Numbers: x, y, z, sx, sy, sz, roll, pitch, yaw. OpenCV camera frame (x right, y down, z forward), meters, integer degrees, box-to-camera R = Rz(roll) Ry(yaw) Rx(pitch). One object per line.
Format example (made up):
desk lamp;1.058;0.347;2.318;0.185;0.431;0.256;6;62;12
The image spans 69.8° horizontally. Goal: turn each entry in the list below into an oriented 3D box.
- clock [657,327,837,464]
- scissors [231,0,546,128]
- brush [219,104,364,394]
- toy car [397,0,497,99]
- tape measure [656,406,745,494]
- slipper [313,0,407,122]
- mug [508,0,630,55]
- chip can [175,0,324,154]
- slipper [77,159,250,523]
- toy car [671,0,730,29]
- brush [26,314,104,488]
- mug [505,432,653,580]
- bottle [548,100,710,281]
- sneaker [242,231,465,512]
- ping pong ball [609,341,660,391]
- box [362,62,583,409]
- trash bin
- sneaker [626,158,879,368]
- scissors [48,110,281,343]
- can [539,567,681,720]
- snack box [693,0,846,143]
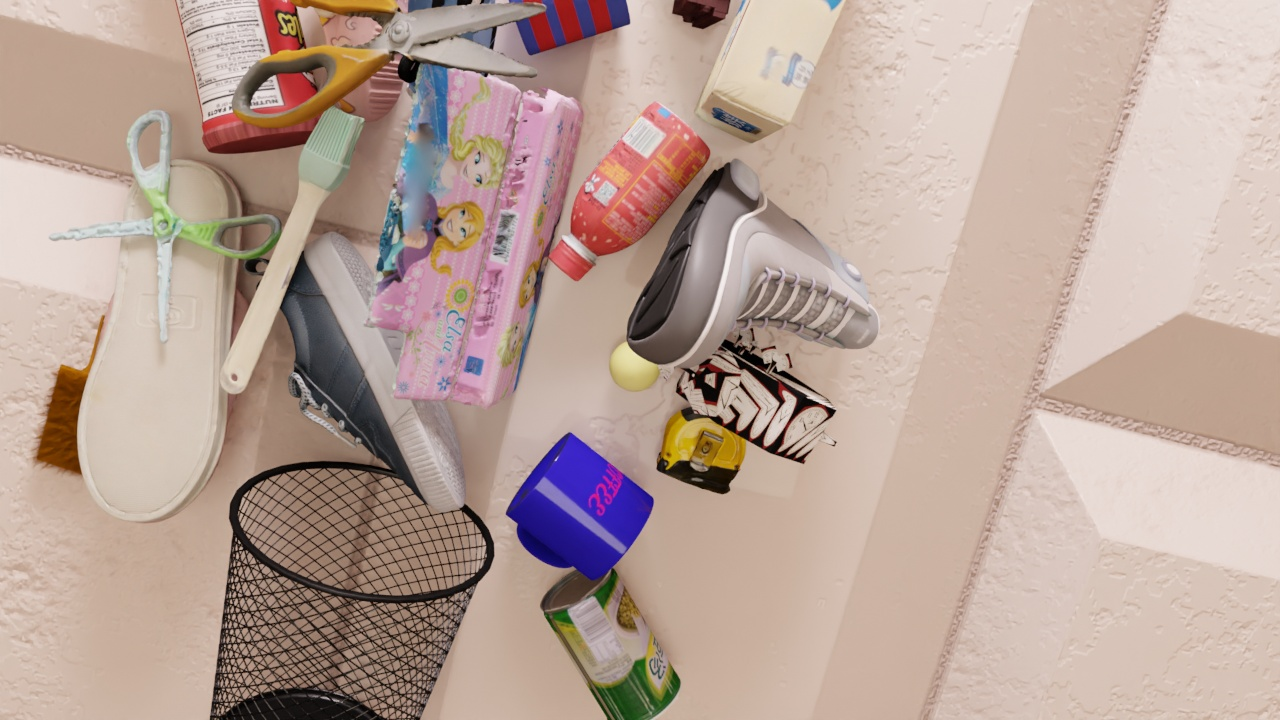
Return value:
clock;0.072;0.011;0.669;0.154;0.114;0.065;26;99;-23
scissors;-0.165;-0.190;0.565;0.225;0.016;0.175;27;94;19
brush;-0.248;-0.074;0.642;0.033;0.012;0.218;28;99;11
toy car;-0.127;-0.228;0.622;0.056;0.154;0.054;32;56;4
tape measure;0.050;0.067;0.722;0.065;0.037;0.064;21;100;-4
slipper;-0.200;-0.269;0.634;0.081;0.093;0.197;12;101;6
mug;-0.059;-0.278;0.645;0.076;0.075;0.112;-17;74;2
chip can;-0.281;-0.257;0.634;0.087;0.087;0.213;-10;100;1
slipper;-0.352;-0.014;0.692;0.114;0.054;0.274;9;89;1
toy car;0.045;-0.324;0.631;0.062;0.070;0.170;9;101;-14
brush;-0.441;0.029;0.719;0.048;0.017;0.126;20;100;-4
mug;-0.056;0.121;0.717;0.083;0.079;0.111;39;126;-7
bottle;-0.013;-0.119;0.675;0.062;0.062;0.137;41;97;-8
sneaker;-0.211;0.018;0.685;0.087;0.089;0.235;-27;93;2
ping pong ball;-0.004;0.004;0.708;0.040;0.040;0.040;0;100;-1
box;-0.105;-0.079;0.638;0.062;0.160;0.230;21;101;26
trash bin;-0.227;0.211;0.682;0.184;0.184;0.210;18;105;-4
sneaker;0.087;-0.038;0.596;0.160;0.256;0.093;31;116;-6
scissors;-0.344;-0.098;0.664;0.171;0.021;0.173;-2;90;0
can;-0.023;0.229;0.737;0.067;0.067;0.121;-29;99;4
snack box;0.105;-0.254;0.604;0.055;0.153;0.207;23;99;-4
